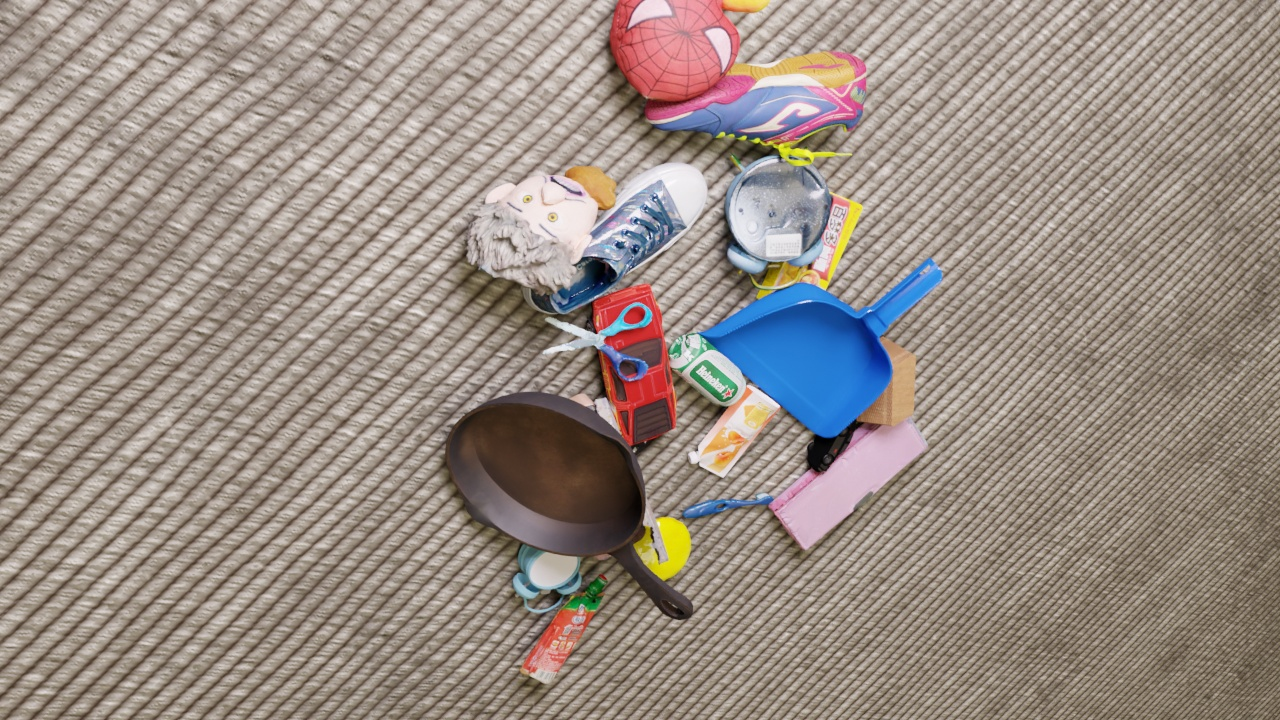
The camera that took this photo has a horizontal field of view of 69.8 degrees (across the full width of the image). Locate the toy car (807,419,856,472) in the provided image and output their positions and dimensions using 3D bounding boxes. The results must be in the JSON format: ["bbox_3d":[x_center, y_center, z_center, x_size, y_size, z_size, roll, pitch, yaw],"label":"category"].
[{"bbox_3d":[0.257,0.108,1.226,0.036,0.042,0.092,20,102,-28],"label":"toy car"}]

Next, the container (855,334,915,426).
[{"bbox_3d":[0.319,0.031,1.201,0.063,0.061,0.114,-25,121,-33],"label":"container"}]

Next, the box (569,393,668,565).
[{"bbox_3d":[-0.047,0.147,1.073,0.108,0.094,0.216,-14,121,9],"label":"box"}]

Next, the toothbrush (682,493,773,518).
[{"bbox_3d":[0.115,0.192,1.216,0.132,0.016,0.021,-6,114,-20],"label":"toothbrush"}]

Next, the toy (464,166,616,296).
[{"bbox_3d":[-0.093,-0.142,0.921,0.175,0.133,0.076,-46,169,-23],"label":"toy"}]

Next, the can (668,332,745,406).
[{"bbox_3d":[0.079,0.011,1.095,0.101,0.053,0.053,39,92,-32],"label":"can"}]

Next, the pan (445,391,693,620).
[{"bbox_3d":[-0.057,0.166,1.020,0.249,0.043,0.356,-28,113,36],"label":"pan"}]

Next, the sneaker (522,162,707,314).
[{"bbox_3d":[-0.017,-0.121,0.978,0.235,0.079,0.087,-37,122,-6],"label":"sneaker"}]

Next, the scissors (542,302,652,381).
[{"bbox_3d":[-0.045,-0.012,1.001,0.133,0.015,0.103,-13,105,-15],"label":"scissors"}]

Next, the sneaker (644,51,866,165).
[{"bbox_3d":[0.125,-0.257,0.967,0.241,0.116,0.091,-11,130,-8],"label":"sneaker"}]

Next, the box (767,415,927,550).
[{"bbox_3d":[0.287,0.158,1.261,0.232,0.046,0.098,-39,123,-5],"label":"box"}]

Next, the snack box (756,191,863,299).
[{"bbox_3d":[0.204,-0.130,1.108,0.075,0.025,0.152,15,105,-29],"label":"snack box"}]

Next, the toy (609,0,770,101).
[{"bbox_3d":[0.049,-0.356,0.891,0.147,0.098,0.216,23,100,-4],"label":"toy"}]

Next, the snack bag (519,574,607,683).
[{"bbox_3d":[-0.089,0.336,1.163,0.155,0.044,0.087,-56,149,8],"label":"snack bag"}]

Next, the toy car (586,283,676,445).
[{"bbox_3d":[-0.006,0.006,1.056,0.081,0.056,0.189,-20,116,-18],"label":"toy car"}]

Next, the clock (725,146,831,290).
[{"bbox_3d":[0.151,-0.156,1.036,0.118,0.060,0.162,-5,108,-8],"label":"clock"}]

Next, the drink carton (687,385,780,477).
[{"bbox_3d":[0.118,0.092,1.165,0.069,0.039,0.122,29,103,-32],"label":"drink carton"}]

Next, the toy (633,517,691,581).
[{"bbox_3d":[0.022,0.244,1.179,0.095,0.041,0.094,-1,109,-25],"label":"toy"}]

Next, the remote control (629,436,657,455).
[{"bbox_3d":[-0.032,0.114,1.114,0.124,0.010,0.039,-38,122,-6],"label":"remote control"}]

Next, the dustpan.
[{"bbox_3d":[0.244,-0.037,1.102,0.258,0.059,0.245,-42,121,16],"label":"dustpan"}]

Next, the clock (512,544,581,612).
[{"bbox_3d":[-0.114,0.260,1.128,0.087,0.042,0.123,-1,117,-25],"label":"clock"}]
